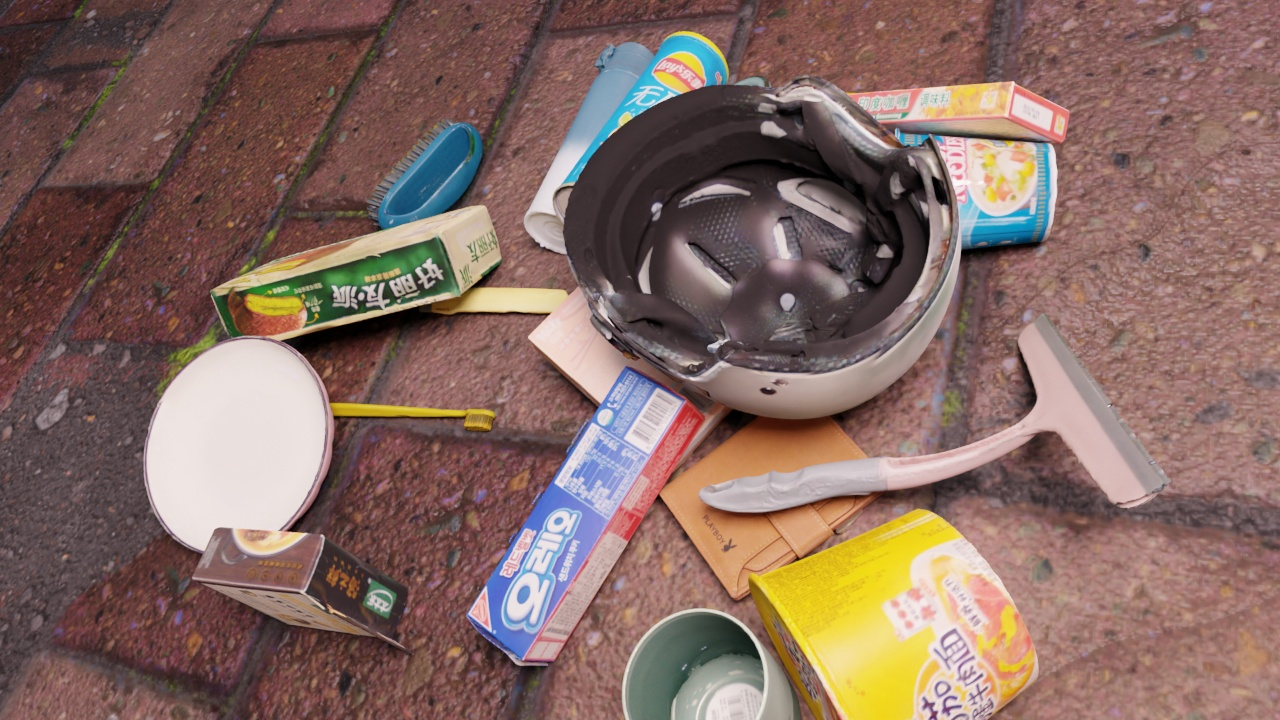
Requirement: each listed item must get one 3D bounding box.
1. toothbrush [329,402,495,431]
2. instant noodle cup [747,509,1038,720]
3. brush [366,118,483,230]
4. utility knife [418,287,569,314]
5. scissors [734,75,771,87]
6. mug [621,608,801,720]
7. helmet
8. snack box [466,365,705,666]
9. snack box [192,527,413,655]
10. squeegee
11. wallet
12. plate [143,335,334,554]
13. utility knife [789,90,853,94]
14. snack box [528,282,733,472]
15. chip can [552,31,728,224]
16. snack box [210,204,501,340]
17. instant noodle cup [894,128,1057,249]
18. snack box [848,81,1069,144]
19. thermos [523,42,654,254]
[{"bbox_3d":[-0.210,0.049,0.804,0.190,0.016,0.016,1,66,24],"label":"toothbrush"},{"bbox_3d":[0.141,0.157,0.511,0.109,0.138,0.138,-27,51,-6],"label":"instant noodle cup"},{"bbox_3d":[-0.210,-0.182,0.931,0.073,0.055,0.143,26,72,35],"label":"brush"},{"bbox_3d":[-0.105,-0.053,0.822,0.213,0.022,0.030,0,63,25],"label":"utility knife"},{"bbox_3d":[0.113,-0.190,0.818,0.181,0.019,0.170,12,63,28],"label":"scissors"},{"bbox_3d":[0.036,0.210,0.530,0.111,0.106,0.082,-45,53,-9],"label":"mug"},{"bbox_3d":[0.089,-0.062,0.633,0.274,0.157,0.229,31,76,40],"label":"helmet"},{"bbox_3d":[-0.036,0.108,0.636,0.057,0.058,0.207,29,83,24],"label":"snack box"},{"bbox_3d":[-0.239,0.169,0.675,0.126,0.113,0.053,-1,58,22],"label":"snack box"},{"bbox_3d":[0.157,0.063,0.571,0.250,0.040,0.247,-18,18,17],"label":"squeegee"},{"bbox_3d":[0.090,0.091,0.636,0.132,0.031,0.107,-36,50,-1],"label":"wallet"},{"bbox_3d":[-0.347,0.075,0.808,0.193,0.039,0.192,-4,76,17],"label":"plate"},{"bbox_3d":[0.152,-0.225,0.799,0.171,0.015,0.033,12,29,30],"label":"utility knife"},{"bbox_3d":[-0.004,0.004,0.708,0.157,0.026,0.084,41,82,21],"label":"snack box"},{"bbox_3d":[0.003,-0.198,0.808,0.071,0.071,0.209,13,57,30],"label":"chip can"},{"bbox_3d":[-0.259,-0.078,0.846,0.240,0.063,0.114,-12,18,16],"label":"snack box"},{"bbox_3d":[0.242,-0.123,0.675,0.110,0.099,0.099,1,59,15],"label":"instant noodle cup"},{"bbox_3d":[0.230,-0.183,0.696,0.156,0.077,0.027,15,97,52],"label":"snack box"},{"bbox_3d":[-0.040,-0.205,0.864,0.070,0.070,0.220,8,63,28],"label":"thermos"}]
